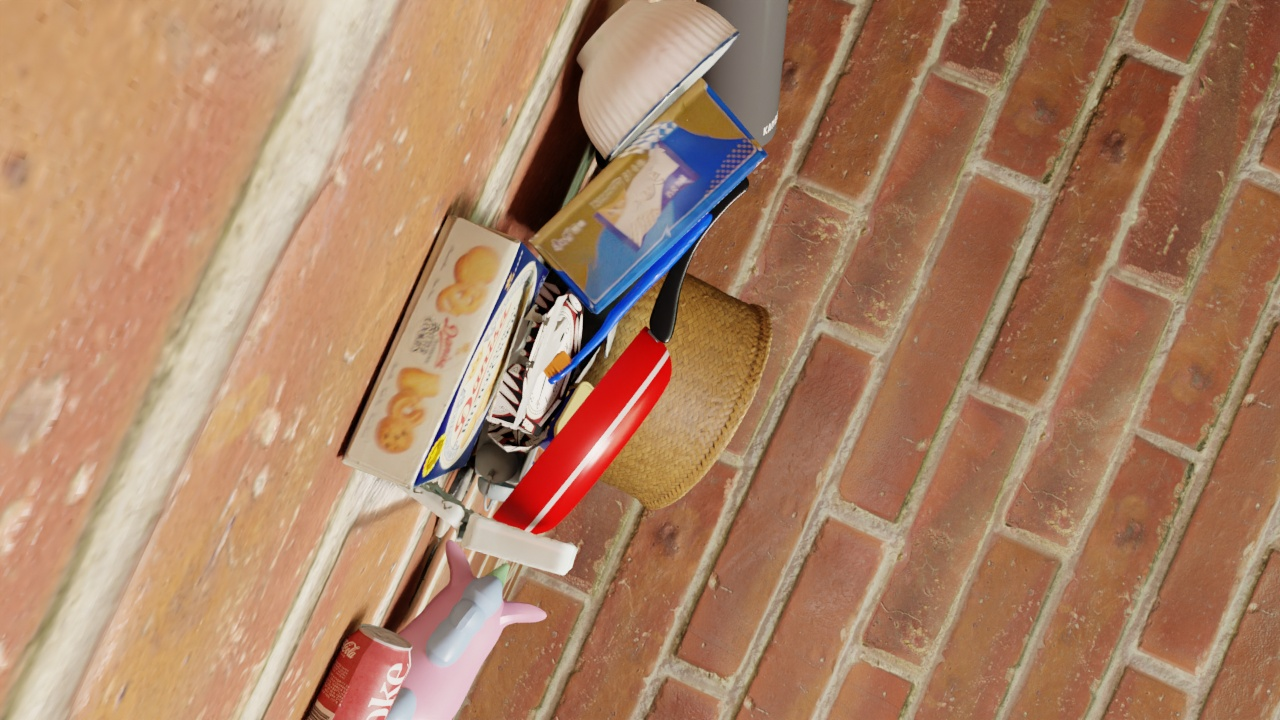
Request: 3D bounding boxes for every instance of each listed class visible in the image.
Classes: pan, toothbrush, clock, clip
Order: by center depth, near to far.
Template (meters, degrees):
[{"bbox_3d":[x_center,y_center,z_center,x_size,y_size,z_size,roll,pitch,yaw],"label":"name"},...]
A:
[{"bbox_3d":[-0.059,-0.008,0.578,0.058,0.050,0.102,-44,161,-57],"label":"clip"},{"bbox_3d":[-0.007,-0.050,0.674,0.182,0.018,0.016,-47,-165,-17],"label":"toothbrush"},{"bbox_3d":[-0.092,0.006,0.703,0.155,0.065,0.114,86,24,-54],"label":"clock"},{"bbox_3d":[-0.005,0.005,0.774,0.357,0.067,0.208,-51,-179,13],"label":"pan"},{"bbox_3d":[-0.121,0.068,0.875,0.123,0.045,0.159,105,2,-61],"label":"clock"}]

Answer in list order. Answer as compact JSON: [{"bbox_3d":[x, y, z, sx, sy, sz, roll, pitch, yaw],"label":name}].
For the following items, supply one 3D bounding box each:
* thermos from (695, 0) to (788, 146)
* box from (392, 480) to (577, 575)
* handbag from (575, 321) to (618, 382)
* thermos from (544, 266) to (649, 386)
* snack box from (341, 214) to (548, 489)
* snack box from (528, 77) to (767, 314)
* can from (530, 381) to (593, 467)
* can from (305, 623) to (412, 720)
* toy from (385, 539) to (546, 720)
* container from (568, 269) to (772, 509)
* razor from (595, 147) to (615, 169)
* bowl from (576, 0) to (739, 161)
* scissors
[{"bbox_3d":[0.091,-0.306,0.831,0.241,0.082,0.082,85,26,-56],"label":"thermos"},{"bbox_3d":[-0.106,0.112,0.627,0.197,0.134,0.040,108,3,-77],"label":"box"},{"bbox_3d":[-0.051,-0.064,1.006,0.195,0.072,0.138,112,2,-63],"label":"handbag"},{"bbox_3d":[-0.038,-0.082,0.850,0.220,0.098,0.098,-60,176,-29],"label":"thermos"},{"bbox_3d":[-0.107,-0.003,0.541,0.145,0.042,0.144,34,79,-89],"label":"snack box"},{"bbox_3d":[0.001,-0.116,0.687,0.155,0.069,0.202,-43,-174,4],"label":"snack box"},{"bbox_3d":[-0.103,0.084,1.046,0.092,0.056,0.116,-20,-157,27],"label":"can"},{"bbox_3d":[-0.213,0.252,0.688,0.054,0.054,0.096,105,9,-81],"label":"can"},{"bbox_3d":[-0.194,0.282,0.844,0.171,0.120,0.221,-53,179,18],"label":"toy"},{"bbox_3d":[0.010,0.020,1.221,0.308,0.196,0.306,-54,-162,26],"label":"container"},{"bbox_3d":[0.000,-0.204,0.754,0.152,0.067,0.053,126,-23,-60],"label":"razor"},{"bbox_3d":[0.000,-0.193,0.596,0.118,0.062,0.118,-42,-172,7],"label":"bowl"},{"bbox_3d":[-0.193,0.167,0.867,0.170,0.012,0.121,-63,178,-15],"label":"scissors"}]
